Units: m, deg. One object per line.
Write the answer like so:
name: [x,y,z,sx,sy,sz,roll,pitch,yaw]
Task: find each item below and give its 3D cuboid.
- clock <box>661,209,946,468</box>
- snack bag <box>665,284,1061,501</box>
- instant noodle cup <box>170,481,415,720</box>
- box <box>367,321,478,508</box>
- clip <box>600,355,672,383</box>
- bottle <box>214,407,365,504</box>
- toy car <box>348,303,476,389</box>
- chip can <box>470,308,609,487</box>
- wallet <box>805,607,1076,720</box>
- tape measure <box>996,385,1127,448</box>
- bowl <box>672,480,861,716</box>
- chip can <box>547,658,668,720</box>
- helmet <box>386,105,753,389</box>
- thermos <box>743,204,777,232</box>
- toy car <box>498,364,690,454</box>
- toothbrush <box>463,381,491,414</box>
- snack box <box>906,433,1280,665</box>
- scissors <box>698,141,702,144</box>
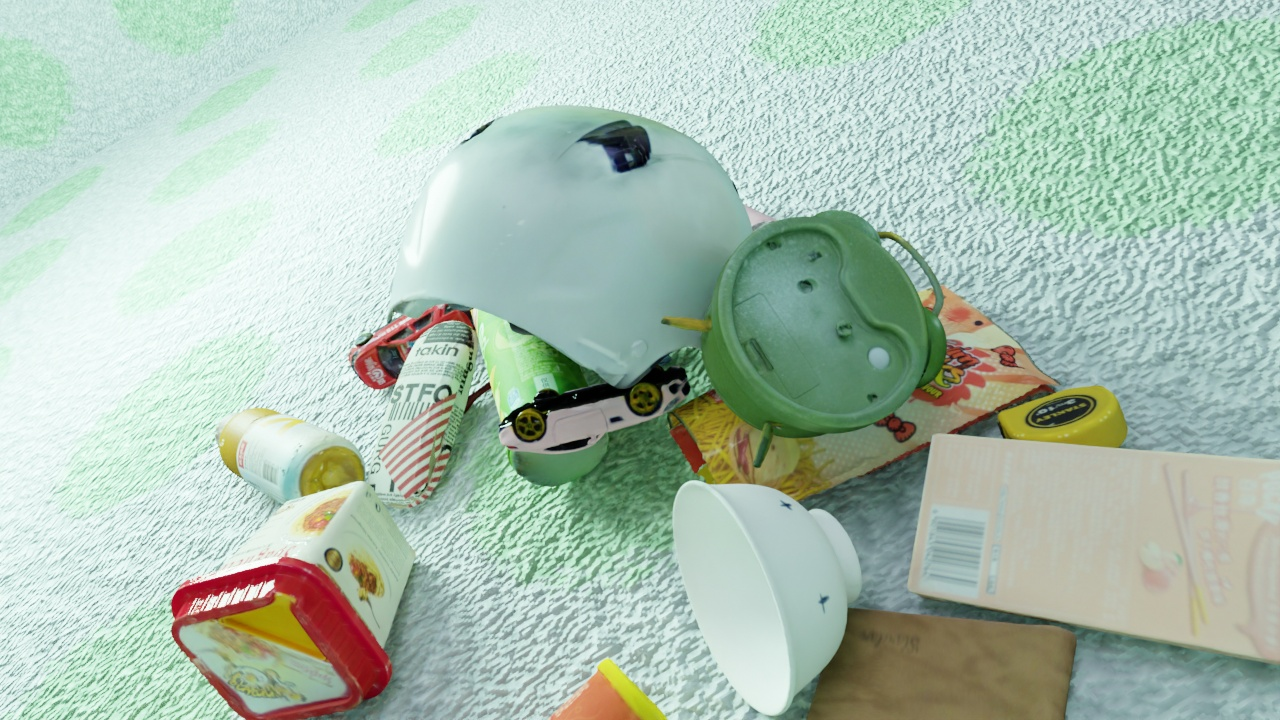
clock: [0.102,-0.021,0.498,0.161,0.116,0.056,-28,-9,-22]
snack bag: [0.126,0.024,0.558,0.207,0.073,0.128,-26,35,-6]
instant noodle cup: [-0.215,0.151,0.598,0.116,0.117,0.124,-17,26,18]
box: [-0.173,0.039,0.730,0.068,0.051,0.163,-1,59,18]
clip: [-0.004,0.004,0.700,0.058,0.038,0.026,-33,38,-8]
bottle: [-0.303,0.079,0.773,0.190,0.068,0.067,12,53,43]
toy car: [-0.206,-0.017,0.834,0.120,0.053,0.045,-32,38,-5]
chip can: [-0.083,0.000,0.696,0.072,0.072,0.221,-28,41,2]
wallet: [0.130,0.162,0.416,0.115,0.020,0.101,-4,42,36]
tape measure: [0.224,0.038,0.483,0.060,0.029,0.057,-22,12,15]
bowl: [0.070,0.108,0.460,0.064,0.118,0.118,-15,32,-19]
chip can: [-0.070,0.236,0.418,0.216,0.073,0.073,-40,37,-14]
helmet: [-0.029,-0.086,0.591,0.229,0.146,0.258,17,16,32]
thermos: [0.079,-0.097,0.722,0.087,0.067,0.198,-34,35,-12]
toy car: [-0.028,0.032,0.563,0.122,0.037,0.056,-14,13,11]
toothbrush: [-0.096,-0.007,0.779,0.187,0.016,0.017,-39,27,-11]
snack box: [0.209,0.082,0.425,0.157,0.026,0.084,3,70,37]
scissors: [0.003,-0.161,0.900,0.165,0.014,0.163,-24,35,4]
